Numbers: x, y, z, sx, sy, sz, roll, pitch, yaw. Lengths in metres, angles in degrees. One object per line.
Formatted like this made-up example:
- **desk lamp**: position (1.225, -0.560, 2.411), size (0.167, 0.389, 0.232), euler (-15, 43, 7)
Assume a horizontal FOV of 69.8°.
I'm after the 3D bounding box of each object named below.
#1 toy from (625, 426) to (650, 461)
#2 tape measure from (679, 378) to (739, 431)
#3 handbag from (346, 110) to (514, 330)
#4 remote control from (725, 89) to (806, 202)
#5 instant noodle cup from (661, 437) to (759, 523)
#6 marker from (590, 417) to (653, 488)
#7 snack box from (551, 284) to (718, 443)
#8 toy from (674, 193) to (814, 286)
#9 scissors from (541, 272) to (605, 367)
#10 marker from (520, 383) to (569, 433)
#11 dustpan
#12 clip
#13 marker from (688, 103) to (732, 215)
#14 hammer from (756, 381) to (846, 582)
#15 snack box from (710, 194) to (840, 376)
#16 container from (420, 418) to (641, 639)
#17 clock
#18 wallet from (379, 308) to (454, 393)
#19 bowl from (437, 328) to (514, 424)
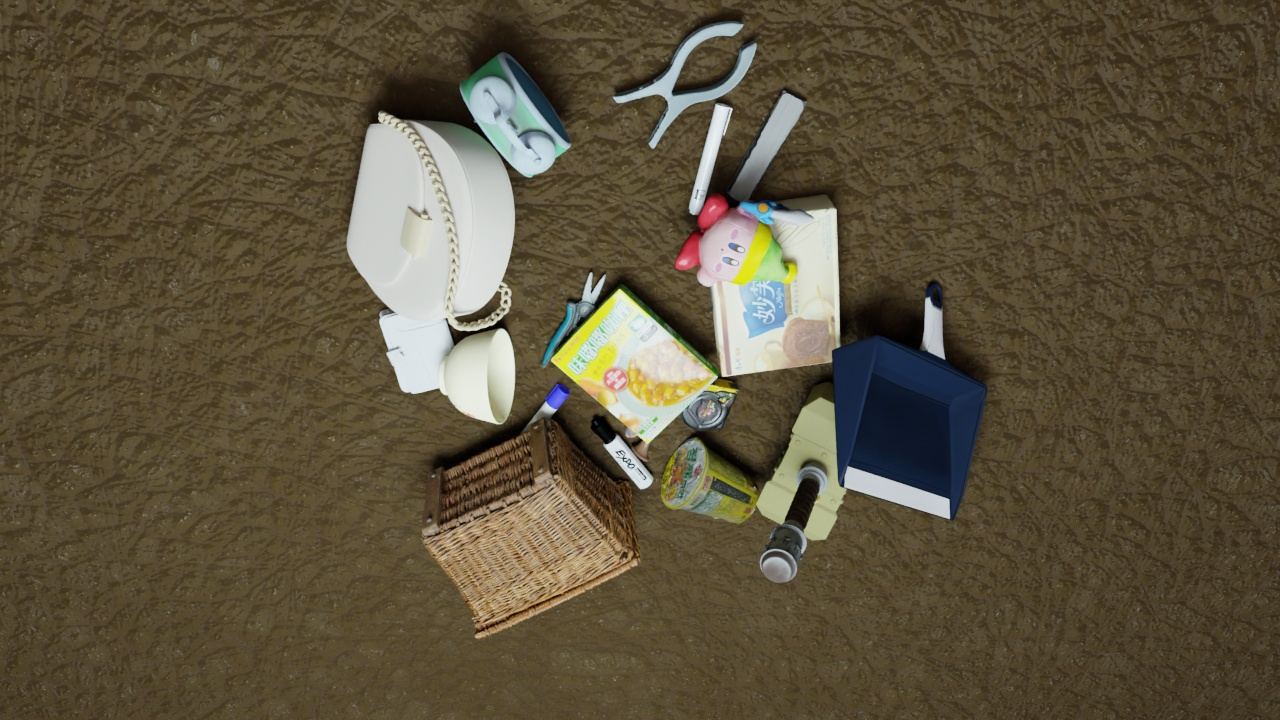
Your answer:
- **toy**: position (0.007, 0.080, 1.217), size (0.054, 0.041, 0.102), euler (17, 109, -36)
- **tape measure**: position (0.085, 0.056, 1.209), size (0.072, 0.042, 0.072), euler (13, 117, -15)
- **handbag**: position (-0.228, -0.155, 1.012), size (0.209, 0.103, 0.211), euler (35, 119, 29)
- **remote control**: position (0.145, -0.247, 1.071), size (0.033, 0.013, 0.137), euler (23, 112, -16)
- **instant noodle cup**: position (0.098, 0.170, 1.244), size (0.108, 0.102, 0.102), euler (27, 113, -25)
- **marker**: position (-0.027, 0.124, 1.246), size (0.025, 0.025, 0.126), euler (-32, 115, 13)
- **snack box**: position (-0.007, 0.007, 1.149), size (0.168, 0.027, 0.132), euler (41, 110, -11)
- **toy**: position (0.122, -0.132, 1.042), size (0.131, 0.096, 0.124), euler (28, 106, 6)
- **scissors**: position (-0.079, -0.038, 1.162), size (0.122, 0.019, 0.149), euler (-15, 112, 9)
- **marker**: position (-0.143, 0.089, 1.225), size (0.020, 0.020, 0.142), euler (33, 111, -18)
- **dustpan**: position (0.345, 0.039, 1.139), size (0.236, 0.272, 0.080), euler (19, 152, -36)
- **clip**: position (0.044, -0.325, 1.017), size (0.163, 0.028, 0.108), euler (-38, 112, 15)
- **marker**: position (0.080, -0.233, 1.072), size (0.020, 0.017, 0.134), euler (9, 116, -10)
- **hammer**: position (0.197, 0.170, 1.107), size (0.101, 0.324, 0.191), euler (26, 115, 11)
- **snack box**: position (0.164, -0.088, 1.130), size (0.153, 0.055, 0.208), euler (-8, 117, 1)
- **container**: position (-0.155, 0.207, 1.195), size (0.250, 0.162, 0.183), euler (-27, 122, 10)
- **clock**: position (-0.135, -0.253, 0.968), size (0.075, 0.161, 0.122), euler (-34, 114, 12)
- **wallet**: position (-0.277, -0.016, 1.156), size (0.086, 0.032, 0.116), euler (-16, 117, 2)
- **bowl**: position (-0.208, 0.019, 1.137), size (0.074, 0.117, 0.118), euler (1, 118, 8)
